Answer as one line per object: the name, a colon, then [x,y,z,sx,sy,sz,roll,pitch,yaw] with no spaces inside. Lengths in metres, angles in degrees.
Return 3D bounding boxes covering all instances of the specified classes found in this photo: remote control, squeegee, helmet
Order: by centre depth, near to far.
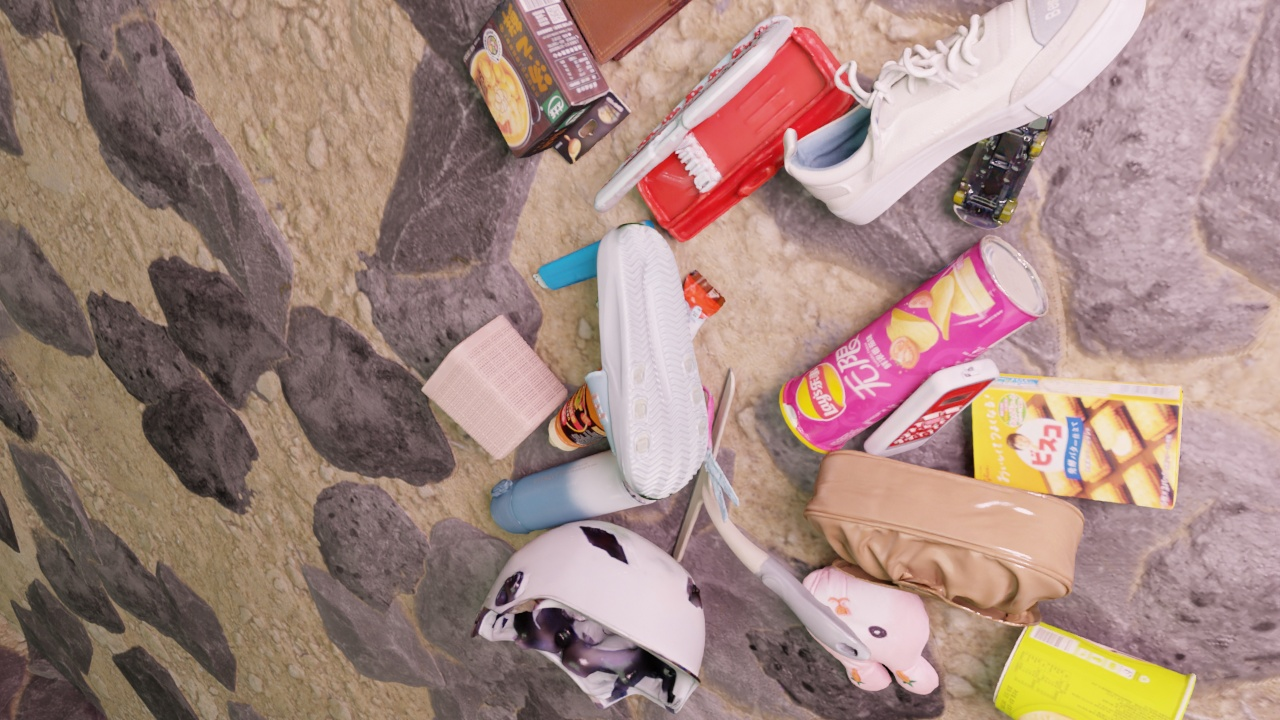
remote control: [0.221,0.041,0.706,0.136,0.055,0.020,113,140,-59]
squeegee: [0.110,0.177,0.822,0.246,0.039,0.247,47,137,38]
helmet: [-0.035,0.247,0.942,0.229,0.145,0.259,32,145,-15]

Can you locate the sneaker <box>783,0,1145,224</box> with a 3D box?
sneaker: [0.190,-0.180,0.592,0.090,0.089,0.243,27,143,-25]

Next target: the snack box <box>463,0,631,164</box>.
snack box: [-0.082,-0.233,0.772,0.113,0.053,0.125,-23,96,57]

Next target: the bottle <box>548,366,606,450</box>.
bottle: [-0.050,0.055,0.921,0.067,0.066,0.150,53,138,-2]

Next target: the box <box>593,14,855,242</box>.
box: [0.054,-0.165,0.700,0.202,0.101,0.095,-36,91,41]

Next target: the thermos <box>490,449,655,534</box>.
thermos: [-0.075,0.140,0.976,0.221,0.070,0.070,-21,102,39]

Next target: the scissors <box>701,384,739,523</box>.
scissors: [0.057,0.094,0.850,0.084,0.017,0.137,-46,49,45]

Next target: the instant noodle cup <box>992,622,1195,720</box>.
instant noodle cup: [0.358,0.273,0.739,0.123,0.111,0.112,24,126,32]

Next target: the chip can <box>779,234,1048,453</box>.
chip can: [0.203,-0.007,0.706,0.071,0.071,0.211,49,130,2]

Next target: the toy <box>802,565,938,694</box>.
toy: [0.216,0.254,0.855,0.122,0.054,0.159,-14,114,39]

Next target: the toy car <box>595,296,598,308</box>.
toy car: [-0.016,-0.036,0.858,0.034,0.043,0.090,-17,101,4]

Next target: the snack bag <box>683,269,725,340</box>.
snack bag: [0.038,-0.031,0.832,0.048,0.026,0.104,52,135,26]

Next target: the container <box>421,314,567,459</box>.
container: [-0.147,0.031,0.953,0.111,0.089,0.090,46,131,-1]

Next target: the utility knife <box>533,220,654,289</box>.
utility knife: [-0.046,-0.093,0.861,0.160,0.018,0.034,-15,102,40]

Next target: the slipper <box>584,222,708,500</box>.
slipper: [-0.005,0.005,0.798,0.074,0.103,0.245,0,102,41]

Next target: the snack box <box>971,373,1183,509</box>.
snack box: [0.323,0.058,0.686,0.141,0.033,0.087,6,117,34]

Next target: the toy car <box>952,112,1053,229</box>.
toy car: [0.248,-0.134,0.629,0.042,0.035,0.091,28,128,20]

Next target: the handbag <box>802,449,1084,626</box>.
handbag: [0.235,0.145,0.730,0.205,0.099,0.148,11,156,29]

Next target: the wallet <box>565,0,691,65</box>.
wallet: [-0.010,-0.307,0.712,0.125,0.032,0.101,-26,97,40]
